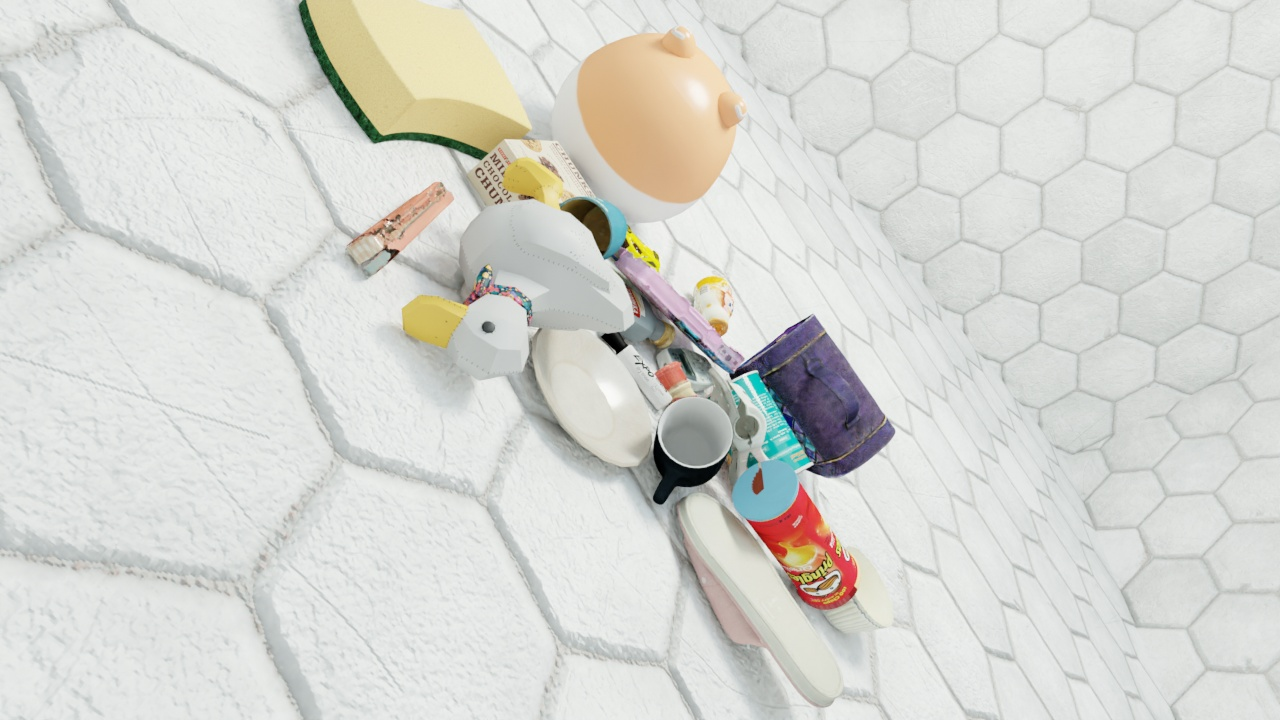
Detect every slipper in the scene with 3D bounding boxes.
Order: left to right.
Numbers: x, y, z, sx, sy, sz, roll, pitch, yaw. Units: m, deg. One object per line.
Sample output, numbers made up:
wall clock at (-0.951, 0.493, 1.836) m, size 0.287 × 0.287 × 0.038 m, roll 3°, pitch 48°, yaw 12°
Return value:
slipper at (0.122, 0.267, 1.024) m, size 0.114 × 0.055 × 0.274 m, roll -1°, pitch 49°, yaw -55°

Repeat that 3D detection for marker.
marker at (-0.007, 0.007, 1.158) m, size 0.126 × 0.025 × 0.025 m, roll 52°, pitch 26°, yaw -5°

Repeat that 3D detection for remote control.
remote control at (0.066, 0.013, 1.269) m, size 0.114 × 0.028 × 0.060 m, roll 12°, pitch 48°, yaw -54°

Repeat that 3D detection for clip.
clip at (0.126, 0.082, 1.121) m, size 0.125 × 0.081 × 0.147 m, roll -101°, pitch 168°, yaw -77°

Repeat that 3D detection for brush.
brush at (-0.261, -0.346, 1.094) m, size 0.195 × 0.075 × 0.249 m, roll 60°, pitch 26°, yaw 11°

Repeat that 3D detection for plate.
plate at (-0.059, 0.040, 1.026) m, size 0.188 × 0.027 × 0.188 m, roll 40°, pitch 29°, yaw -28°

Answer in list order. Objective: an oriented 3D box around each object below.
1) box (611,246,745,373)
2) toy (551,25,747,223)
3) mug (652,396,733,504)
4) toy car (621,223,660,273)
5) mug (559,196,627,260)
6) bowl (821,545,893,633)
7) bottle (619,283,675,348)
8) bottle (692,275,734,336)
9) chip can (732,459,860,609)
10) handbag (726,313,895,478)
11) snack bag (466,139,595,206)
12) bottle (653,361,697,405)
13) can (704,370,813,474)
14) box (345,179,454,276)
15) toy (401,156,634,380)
box at (0.037, -0.081, 1.266) m, size 0.230 × 0.035 × 0.159 m, roll 42°, pitch 1°, yaw -38°
toy at (0.016, -0.346, 1.337) m, size 0.263 × 0.282 × 0.264 m, roll 49°, pitch 46°, yaw -11°
mug at (0.049, 0.112, 1.047) m, size 0.085 × 0.095 × 0.121 m, roll 29°, pitch 68°, yaw 9°
toy car at (-0.017, -0.156, 1.311) m, size 0.107 × 0.049 × 0.030 m, roll 42°, pitch 30°, yaw -22°
mug at (-0.074, -0.161, 1.153) m, size 0.104 × 0.112 × 0.084 m, roll -38°, pitch 117°, yaw -71°
bowl at (0.280, 0.314, 1.228) m, size 0.115 × 0.063 × 0.115 m, roll 40°, pitch 29°, yaw -28°
bottle at (-0.017, -0.063, 1.199) m, size 0.161 × 0.046 × 0.072 m, roll 31°, pitch 33°, yaw -40°
bottle at (0.115, -0.082, 1.427) m, size 0.063 × 0.063 × 0.108 m, roll 39°, pitch 30°, yaw -29°
chip can at (0.193, 0.215, 1.118) m, size 0.213 × 0.087 × 0.086 m, roll 53°, pitch 22°, yaw -37°
handbag at (0.244, 0.050, 1.306) m, size 0.205 × 0.125 × 0.222 m, roll 54°, pitch -12°, yaw -5°
snack bag at (-0.121, -0.226, 1.193) m, size 0.094 × 0.070 × 0.205 m, roll 56°, pitch 26°, yaw 3°
bottle at (0.057, 0.056, 1.187) m, size 0.109 × 0.044 × 0.044 m, roll 60°, pitch 26°, yaw 10°
can at (0.150, 0.100, 1.222) m, size 0.144 × 0.099 × 0.099 m, roll 60°, pitch 26°, yaw 12°
box at (-0.239, -0.142, 0.925) m, size 0.053 × 0.058 × 0.186 m, roll 20°, pitch 29°, yaw 0°
toy at (-0.117, -0.080, 0.947) m, size 0.246 × 0.141 × 0.267 m, roll 16°, pitch 45°, yaw -24°
